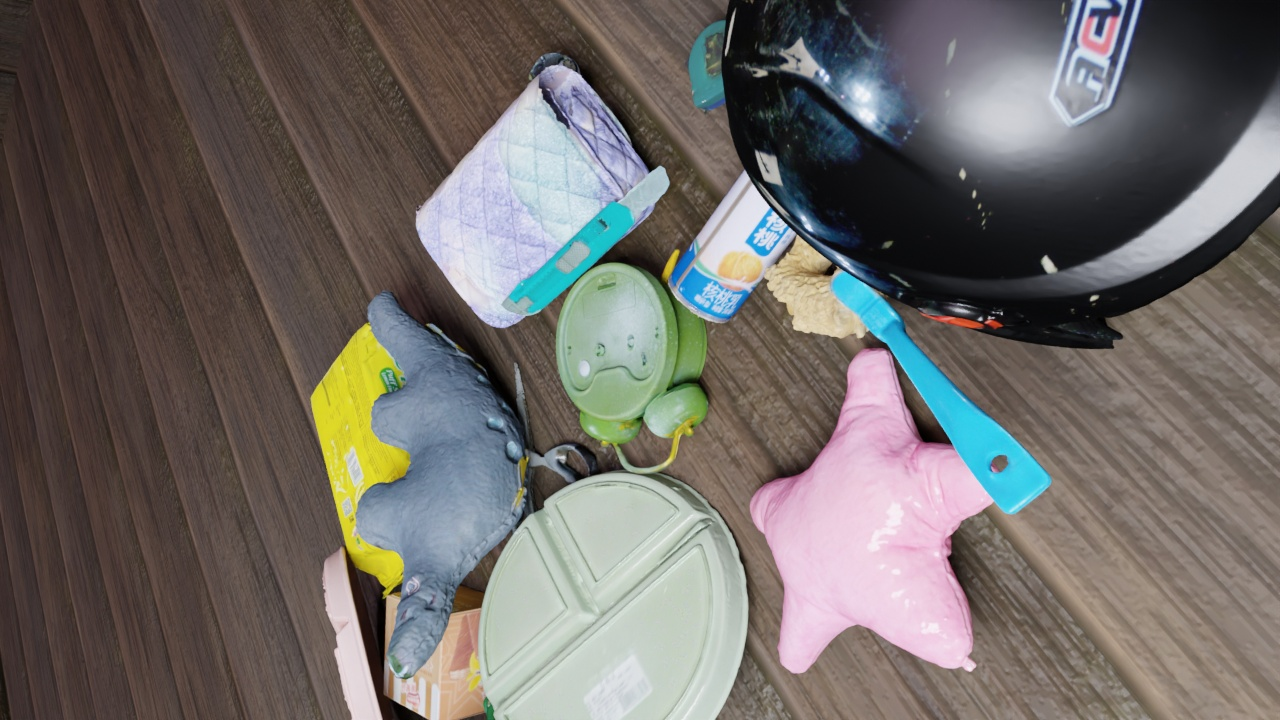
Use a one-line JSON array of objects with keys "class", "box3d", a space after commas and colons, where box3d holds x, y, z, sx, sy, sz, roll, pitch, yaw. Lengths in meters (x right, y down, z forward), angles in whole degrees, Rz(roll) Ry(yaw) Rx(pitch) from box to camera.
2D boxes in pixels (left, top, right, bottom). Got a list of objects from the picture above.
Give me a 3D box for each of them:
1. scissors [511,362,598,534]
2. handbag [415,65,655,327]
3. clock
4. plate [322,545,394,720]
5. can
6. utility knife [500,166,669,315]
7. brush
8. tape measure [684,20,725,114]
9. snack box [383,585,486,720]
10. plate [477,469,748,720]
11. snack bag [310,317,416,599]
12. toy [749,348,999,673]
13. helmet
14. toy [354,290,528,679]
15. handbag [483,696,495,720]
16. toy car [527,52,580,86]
[{"class": "scissors", "box3d": [-0.100, 0.090, 0.810, 0.177, 0.014, 0.159, 22, 102, 46]}, {"class": "handbag", "box3d": [-0.087, -0.123, 0.738, 0.194, 0.075, 0.134, -34, 96, 37]}, {"class": "clock", "box3d": [-0.004, 0.004, 0.685, 0.116, 0.056, 0.161, -11, 81, 44]}, {"class": "plate", "box3d": [-0.266, 0.291, 0.877, 0.230, 0.028, 0.229, 164, 90, -73]}, {"class": "can", "box3d": [0.076, -0.090, 0.610, 0.135, 0.053, 0.053, -54, 55, 29]}, {"class": "utility knife", "box3d": [-0.044, -0.083, 0.682, 0.194, 0.029, 0.013, -37, 20, 37]}, {"class": "brush", "box3d": [0.137, -0.011, 0.499, 0.083, 0.046, 0.254, -46, 33, 16]}, {"class": "tape measure", "box3d": [0.058, -0.212, 0.651, 0.058, 0.025, 0.054, -21, 76, 42]}, {"class": "snack box", "box3d": [-0.174, 0.262, 0.831, 0.093, 0.077, 0.094, 2, 89, 45]}, {"class": "plate", "box3d": [-0.031, 0.186, 0.666, 0.231, 0.027, 0.229, -17, 58, 29]}, {"class": "snack bag", "box3d": [-0.246, 0.086, 0.883, 0.158, 0.068, 0.246, -43, 60, 36]}, {"class": "toy", "box3d": [0.130, 0.109, 0.533, 0.195, 0.074, 0.178, -61, 38, 29]}, {"class": "helmet", "box3d": [0.158, -0.133, 0.411, 0.274, 0.230, 0.234, -109, 33, -75]}, {"class": "toy", "box3d": [-0.163, 0.087, 0.762, 0.092, 0.137, 0.355, 119, 148, -47]}, {"class": "handbag", "box3d": [-0.068, 0.297, 0.719, 0.132, 0.067, 0.120, -50, 61, 42]}, {"class": "toy car", "box3d": [-0.062, -0.202, 0.762, 0.049, 0.031, 0.105, -15, 89, 42]}]
